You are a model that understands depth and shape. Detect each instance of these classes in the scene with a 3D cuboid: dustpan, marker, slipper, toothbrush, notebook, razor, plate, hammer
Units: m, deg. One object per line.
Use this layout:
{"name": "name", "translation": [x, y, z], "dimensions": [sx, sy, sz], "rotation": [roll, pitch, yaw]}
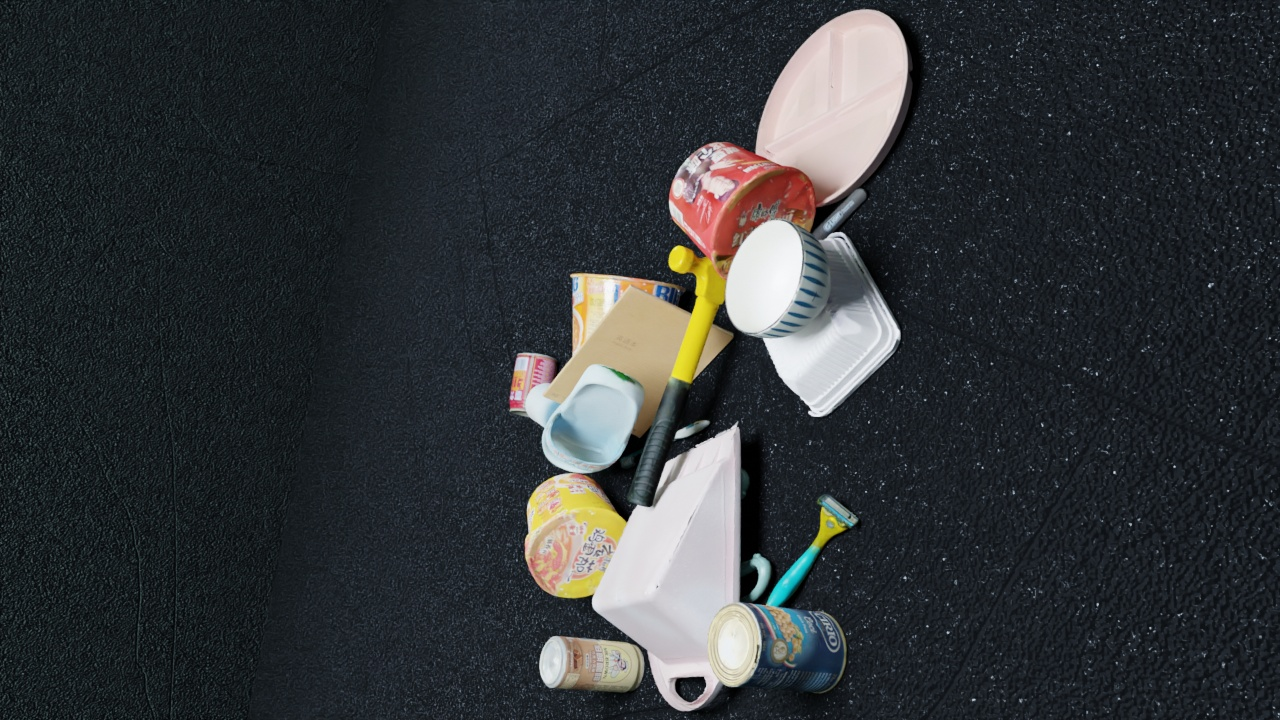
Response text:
{"name": "dustpan", "translation": [0.058, 0.238, 1.041], "dimensions": [0.272, 0.139, 0.223], "rotation": [-59, 11, -27]}
{"name": "marker", "translation": [0.201, -0.141, 0.999], "dimensions": [0.018, 0.015, 0.124], "rotation": [49, 123, 10]}
{"name": "slipper", "translation": [-0.062, 0.088, 1.127], "dimensions": [0.074, 0.104, 0.246], "rotation": [-66, 4, -34]}
{"name": "toothbrush", "translation": [0.028, 0.108, 1.168], "dimensions": [0.192, 0.016, 0.018], "rotation": [-31, 62, 49]}
{"name": "notebook", "translation": [-0.007, 0.007, 1.139], "dimensions": [0.212, 0.149, 0.012], "rotation": [-49, 28, 35]}
{"name": "razor", "translation": [0.163, 0.195, 0.904], "dimensions": [0.043, 0.028, 0.133], "rotation": [38, 109, 23]}
{"name": "plate", "translation": [0.215, -0.276, 1.029], "dimensions": [0.230, 0.028, 0.229], "rotation": [-30, 53, 48]}
{"name": "hammer", "translation": [0.047, 0.025, 1.059], "dimensions": [0.033, 0.128, 0.301], "rotation": [25, 97, 58]}

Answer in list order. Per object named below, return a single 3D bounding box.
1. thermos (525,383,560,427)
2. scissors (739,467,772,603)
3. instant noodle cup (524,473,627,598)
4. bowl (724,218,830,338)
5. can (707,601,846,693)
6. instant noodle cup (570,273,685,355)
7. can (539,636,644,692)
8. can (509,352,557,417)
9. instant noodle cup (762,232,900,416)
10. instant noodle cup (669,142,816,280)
{"name": "thermos", "translation": [-0.096, 0.087, 1.325], "dimensions": [0.221, 0.070, 0.070], "rotation": [23, 97, 58]}
{"name": "scissors", "translation": [0.093, 0.194, 1.025], "dimensions": [0.171, 0.019, 0.180], "rotation": [-14, 67, 58]}
{"name": "instant noodle cup", "translation": [-0.086, 0.220, 1.195], "dimensions": [0.138, 0.138, 0.109], "rotation": [-63, 25, 17]}
{"name": "bowl", "translation": [0.144, -0.075, 0.903], "dimensions": [0.117, 0.066, 0.116], "rotation": [-31, 52, 50]}
{"name": "can", "translation": [0.125, 0.267, 0.852], "dimensions": [0.076, 0.111, 0.075], "rotation": [-30, 52, 49]}
{"name": "instant noodle cup", "translation": [-0.023, -0.049, 1.202], "dimensions": [0.151, 0.151, 0.111], "rotation": [9, 93, 58]}
{"name": "can", "translation": [-0.058, 0.363, 1.094], "dimensions": [0.059, 0.116, 0.058], "rotation": [-31, 51, 48]}
{"name": "can", "translation": [-0.171, 0.041, 1.460], "dimensions": [0.067, 0.066, 0.093], "rotation": [-11, 68, 56]}
{"name": "instant noodle cup", "translation": [0.179, -0.044, 0.956], "dimensions": [0.138, 0.060, 0.173], "rotation": [-51, 37, 34]}
{"name": "instant noodle cup", "translation": [0.103, -0.167, 0.994], "dimensions": [0.108, 0.137, 0.138], "rotation": [46, 116, 41]}
